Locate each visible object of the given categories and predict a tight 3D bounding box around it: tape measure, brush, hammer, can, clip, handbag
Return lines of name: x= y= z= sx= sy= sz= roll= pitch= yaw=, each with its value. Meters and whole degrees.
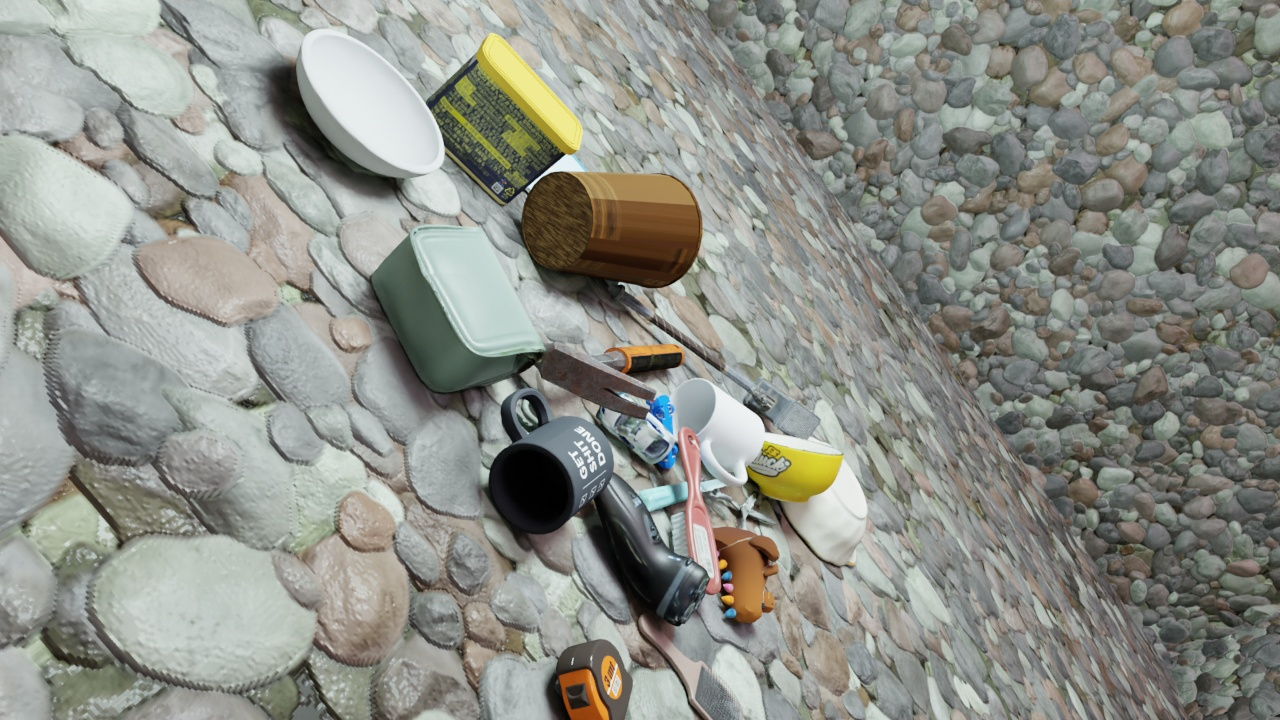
tape measure: x=-0.036 y=0.226 z=0.637 sx=0.059 sy=0.038 sz=0.058 roll=62 pitch=22 yaw=-20
brush: x=0.046 y=0.143 z=0.875 sx=0.041 sy=0.030 sz=0.172 roll=31 pitch=42 yaw=-42
hammer: x=0.083 y=-0.004 z=1.122 sx=0.322 sy=0.044 sz=0.098 roll=34 pitch=4 yaw=-27
can: x=-0.144 y=-0.243 z=0.941 sx=0.135 sy=0.105 sz=0.075 roll=43 pitch=27 yaw=-26
hammer: x=-0.005 y=0.005 z=0.922 sx=0.138 sy=0.035 sz=0.313 roll=26 pitch=11 yaw=18
clip: x=-0.080 y=0.064 z=0.768 sx=0.076 sy=0.042 sz=0.023 roll=47 pitch=24 yaw=-23
handbag: x=-0.143 y=-0.040 z=0.732 sx=0.106 sy=0.067 sz=0.122 roll=-15 pitch=72 yaw=-56
brush: x=0.045 y=0.261 z=0.766 sx=0.135 sy=0.015 sz=0.049 roll=51 pitch=24 yaw=-11

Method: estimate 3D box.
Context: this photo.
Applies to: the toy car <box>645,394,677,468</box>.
toy car: x=0.002 y=0.064 z=0.940 sx=0.033 sy=0.062 sz=0.092 roll=-16 pitch=103 yaw=-67

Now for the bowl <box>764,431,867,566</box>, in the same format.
bowl: x=0.239 y=0.168 z=1.190 sx=0.219 sy=0.060 sz=0.188 roll=50 pitch=25 yaw=-13

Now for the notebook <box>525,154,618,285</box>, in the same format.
notebook: x=-0.096 y=-0.215 z=1.112 sx=0.253 sy=0.009 sz=0.180 roll=48 pitch=26 yaw=-16

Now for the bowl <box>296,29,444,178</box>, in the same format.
bowl: x=-0.241 y=-0.213 z=0.798 sx=0.149 sy=0.043 sz=0.149 roll=42 pitch=28 yaw=-28

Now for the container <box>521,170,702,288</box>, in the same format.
container: x=-0.034 y=-0.146 z=0.995 sx=0.167 sy=0.132 sz=0.132 roll=-4 pitch=63 yaw=-52

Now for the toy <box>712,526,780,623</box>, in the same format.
toy: x=0.084 y=0.206 z=0.888 sx=0.103 sy=0.071 sz=0.090 roll=16 pitch=54 yaw=-23

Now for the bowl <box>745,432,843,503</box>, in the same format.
bowl: x=0.175 y=0.128 z=1.084 sx=0.117 sy=0.117 sz=0.067 roll=5 pitch=98 yaw=-60

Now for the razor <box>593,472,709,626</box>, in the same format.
razor: x=0.007 y=0.154 z=0.770 sx=0.140 sy=0.064 sz=0.052 roll=59 pitch=23 yaw=4

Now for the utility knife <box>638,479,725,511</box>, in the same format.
utility knife: x=0.049 y=0.131 z=0.924 sx=0.165 sy=0.015 sz=0.022 roll=-1 pitch=59 yaw=-56

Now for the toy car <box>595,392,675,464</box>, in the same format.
toy car: x=-0.003 y=0.067 z=0.886 sx=0.089 sy=0.039 sz=0.027 roll=42 pitch=6 yaw=-29

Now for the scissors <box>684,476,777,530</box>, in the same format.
scissors: x=0.104 y=0.156 z=1.012 sx=0.158 sy=0.014 sz=0.141 roll=44 pitch=20 yaw=-14

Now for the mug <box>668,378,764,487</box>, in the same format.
mug: x=0.082 y=0.085 z=0.985 sx=0.090 sy=0.074 sz=0.110 roll=34 pitch=33 yaw=-40

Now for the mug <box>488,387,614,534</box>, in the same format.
mug: x=-0.074 y=0.071 z=0.707 sx=0.105 sy=0.071 sz=0.077 roll=66 pitch=24 yaw=-3
